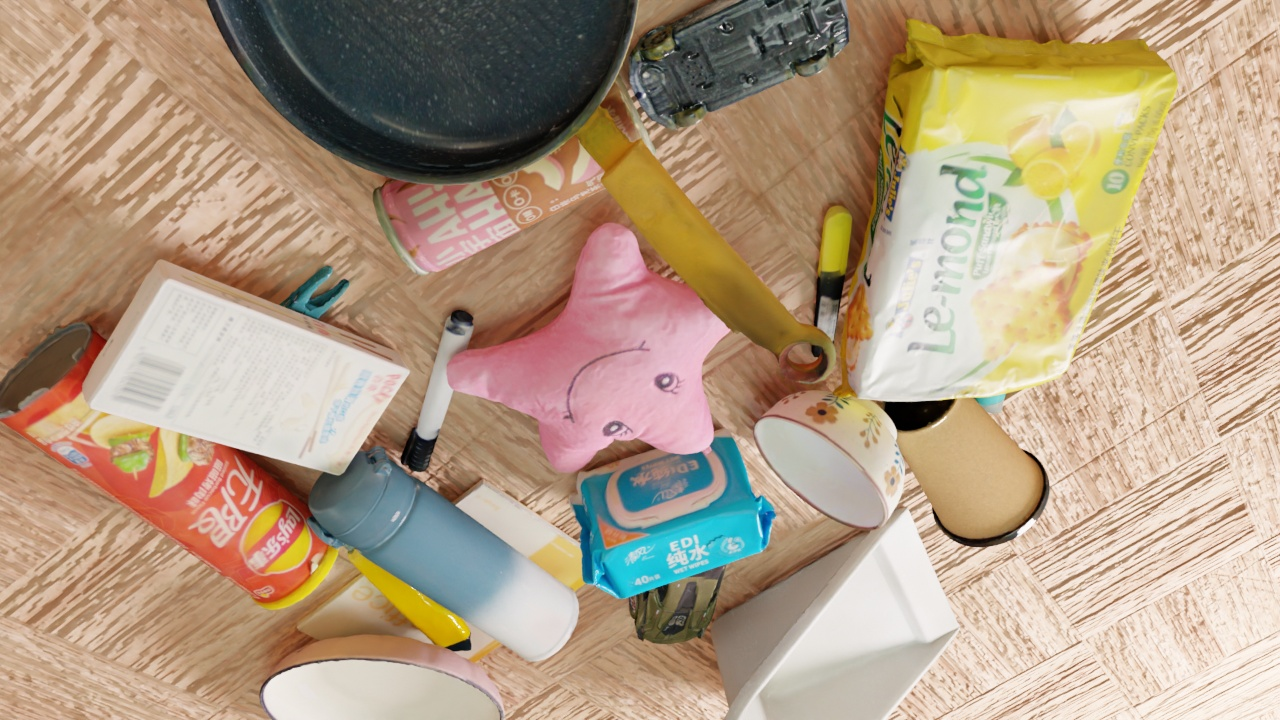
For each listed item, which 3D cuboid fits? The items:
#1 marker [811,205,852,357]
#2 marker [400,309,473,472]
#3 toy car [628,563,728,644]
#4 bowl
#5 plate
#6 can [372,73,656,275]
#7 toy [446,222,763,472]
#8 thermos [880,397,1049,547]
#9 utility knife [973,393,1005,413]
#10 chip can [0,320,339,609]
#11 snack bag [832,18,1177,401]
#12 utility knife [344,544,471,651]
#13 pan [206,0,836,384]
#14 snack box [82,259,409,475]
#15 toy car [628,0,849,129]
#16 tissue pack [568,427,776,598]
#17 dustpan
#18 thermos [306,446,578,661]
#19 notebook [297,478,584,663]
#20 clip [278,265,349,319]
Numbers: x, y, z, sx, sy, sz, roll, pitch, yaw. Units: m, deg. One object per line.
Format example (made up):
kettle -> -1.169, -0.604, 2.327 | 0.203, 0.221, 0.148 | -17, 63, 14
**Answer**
marker -> 0.127, -0.049, 0.617 | 0.018, 0.015, 0.124 | -9, 131, -6
marker -> -0.135, 0.023, 0.604 | 0.022, 0.018, 0.131 | 1, 128, -31
toy car -> 0.036, 0.174, 0.750 | 0.070, 0.042, 0.158 | 1, 124, -15
bowl -> 0.143, 0.061, 0.658 | 0.062, 0.113, 0.113 | -47, 132, -21
plate -> -0.205, 0.269, 0.745 | 0.192, 0.039, 0.193 | 1, 136, 0
can -> -0.068, -0.102, 0.499 | 0.147, 0.057, 0.058 | -26, 129, 6
toy -> -0.003, 0.003, 0.584 | 0.195, 0.074, 0.178 | -38, 123, 18
thermos -> 0.244, 0.074, 0.698 | 0.093, 0.093, 0.143 | -35, 118, 13
utility knife -> 0.262, -0.022, 0.671 | 0.029, 0.013, 0.160 | -13, 126, -7
chip can -> -0.286, 0.073, 0.572 | 0.073, 0.073, 0.216 | -29, 128, 9
snack bag -> 0.212, -0.082, 0.570 | 0.158, 0.068, 0.247 | -3, 123, -11
utility knife -> -0.176, 0.174, 0.697 | 0.033, 0.015, 0.173 | -23, 128, 6
pan -> -0.040, -0.120, 0.414 | 0.357, 0.078, 0.198 | 40, 118, -16
snack box -> -0.222, 0.010, 0.532 | 0.156, 0.027, 0.085 | 27, 103, -46
toy car -> 0.052, -0.169, 0.492 | 0.121, 0.036, 0.054 | -21, 130, 16
tissue pack -> 0.020, 0.107, 0.661 | 0.140, 0.090, 0.063 | -18, 128, -1
dustpan -> 0.171, 0.293, 0.811 | 0.258, 0.142, 0.223 | -26, 129, 8
thermos -> -0.135, 0.141, 0.653 | 0.070, 0.070, 0.220 | -35, 126, 14
notebook -> -0.148, 0.187, 0.731 | 0.207, 0.010, 0.146 | -38, 125, 16
clip -> -0.199, -0.035, 0.547 | 0.057, 0.014, 0.046 | -37, 127, 12
